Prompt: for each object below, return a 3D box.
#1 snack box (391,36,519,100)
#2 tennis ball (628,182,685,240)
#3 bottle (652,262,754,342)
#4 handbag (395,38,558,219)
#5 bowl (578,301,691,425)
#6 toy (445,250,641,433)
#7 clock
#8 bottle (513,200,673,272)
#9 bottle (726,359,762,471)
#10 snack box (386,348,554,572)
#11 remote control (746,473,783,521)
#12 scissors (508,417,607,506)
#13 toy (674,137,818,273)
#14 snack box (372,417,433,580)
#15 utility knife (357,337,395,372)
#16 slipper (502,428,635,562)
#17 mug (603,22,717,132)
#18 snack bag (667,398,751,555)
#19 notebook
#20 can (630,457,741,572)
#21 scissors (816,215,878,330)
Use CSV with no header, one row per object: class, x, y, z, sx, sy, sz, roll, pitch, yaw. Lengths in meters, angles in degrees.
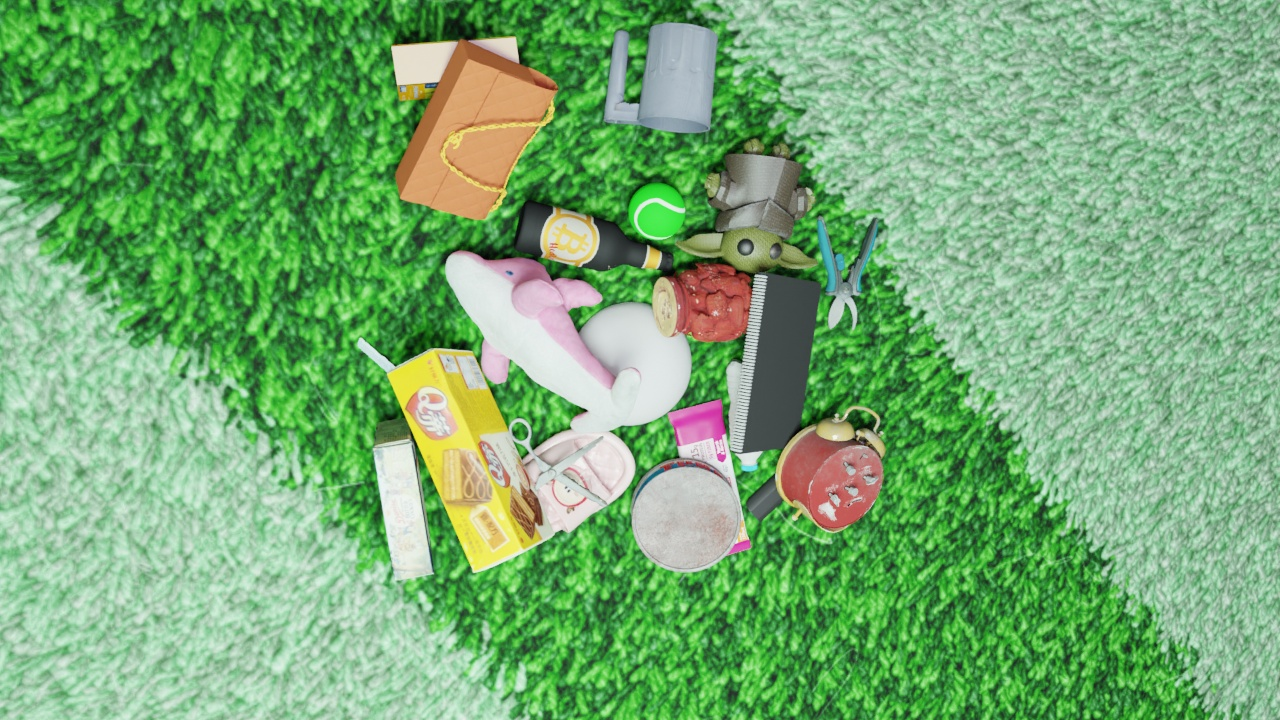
snack box,-0.197,-0.311,0.980,0.125,0.088,0.040,-9,98,-12
tennis ball,0.019,-0.172,1.057,0.065,0.065,0.065,-1,97,-13
bottle,0.074,-0.066,1.066,0.111,0.099,0.099,-7,98,-20
handbag,-0.170,-0.230,0.961,0.108,0.060,0.172,12,129,-35
bowl,-0.007,0.006,1.083,0.149,0.043,0.149,-1,97,-13
toy,-0.098,-0.039,1.022,0.265,0.187,0.127,45,52,1
clock,0.244,0.130,1.116,0.117,0.081,0.159,21,99,-31
bottle,-0.050,-0.133,1.049,0.181,0.059,0.059,13,93,-14
bottle,0.130,0.067,1.121,0.044,0.044,0.136,-5,98,-12
snack box,-0.179,0.103,0.984,0.062,0.110,0.230,-26,84,10
remote control,0.194,0.144,1.159,0.146,0.015,0.033,-42,103,-5
scissors,-0.113,0.134,1.034,0.175,0.014,0.141,-40,84,7
toy,0.137,-0.179,1.077,0.179,0.078,0.153,5,96,-16
snack box,-0.256,0.145,0.991,0.042,0.144,0.145,-8,98,-14
utility knife,-0.258,0.033,1.043,0.165,0.015,0.022,44,85,-16
slipper,-0.110,0.157,1.072,0.221,0.056,0.107,-32,100,-7
mug,0.023,-0.320,1.042,0.124,0.083,0.104,7,94,13
snack bag,0.087,0.151,1.136,0.070,0.016,0.196,-13,99,-10
notebook,0.163,0.004,1.090,0.148,0.016,0.207,1,98,-54
can,0.054,0.186,1.105,0.130,0.044,0.130,0,99,-2
scissors,0.259,-0.119,1.141,0.124,0.019,0.155,-34,108,-10
